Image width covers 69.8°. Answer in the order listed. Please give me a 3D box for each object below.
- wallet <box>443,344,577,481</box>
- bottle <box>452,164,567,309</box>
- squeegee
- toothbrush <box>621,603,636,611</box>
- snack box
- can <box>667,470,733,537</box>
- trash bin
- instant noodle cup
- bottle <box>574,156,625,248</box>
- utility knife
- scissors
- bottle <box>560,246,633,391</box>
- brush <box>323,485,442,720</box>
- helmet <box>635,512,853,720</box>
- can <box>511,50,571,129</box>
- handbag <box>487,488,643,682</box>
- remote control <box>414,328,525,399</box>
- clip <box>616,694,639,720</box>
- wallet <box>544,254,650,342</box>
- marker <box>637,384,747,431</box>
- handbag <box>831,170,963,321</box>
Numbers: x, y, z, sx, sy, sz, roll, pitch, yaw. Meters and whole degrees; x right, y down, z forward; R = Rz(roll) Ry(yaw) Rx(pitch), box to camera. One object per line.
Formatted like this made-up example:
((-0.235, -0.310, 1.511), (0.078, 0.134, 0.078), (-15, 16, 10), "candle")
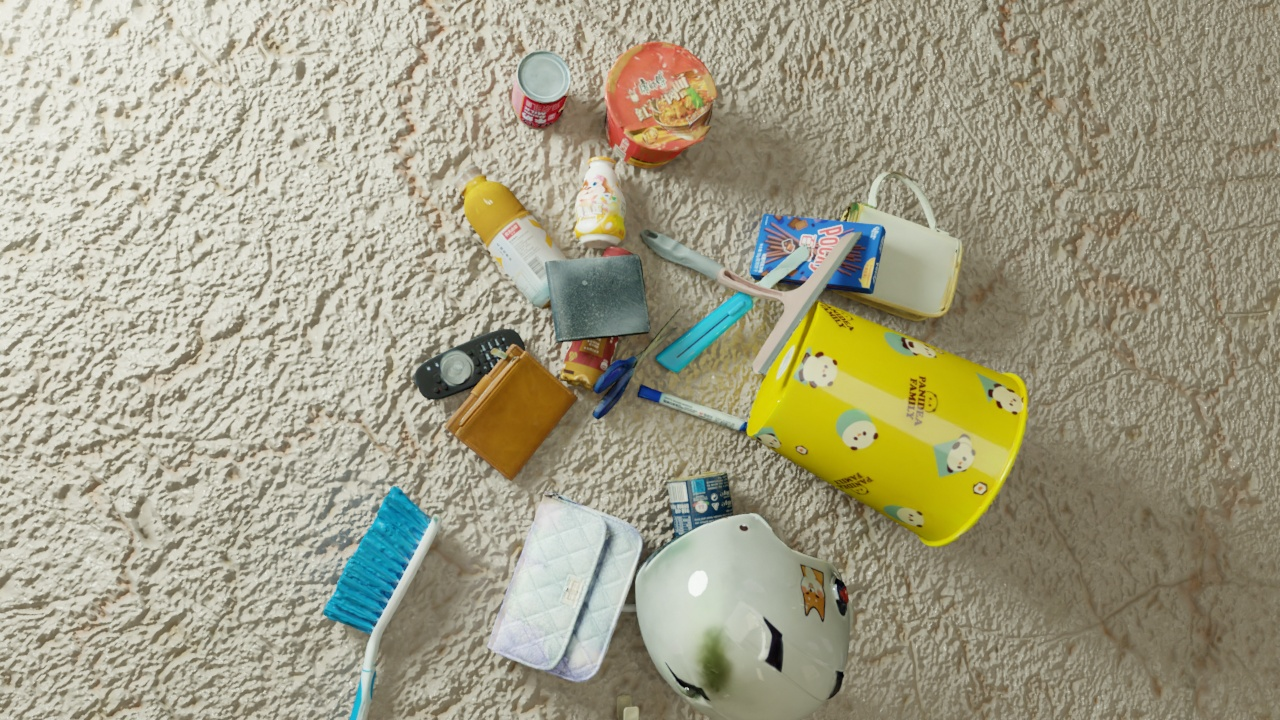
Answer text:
((-0.156, 0.057, 1.088), (0.119, 0.035, 0.130), (43, 77, -18), "wallet")
((-0.155, -0.151, 1.108), (0.068, 0.068, 0.189), (-39, 91, -13), "bottle")
((0.106, -0.109, 1.130), (0.250, 0.040, 0.247), (26, 61, 24), "squeegee")
((0.034, 0.306, 1.114), (0.180, 0.016, 0.016), (7, 87, -11), "toothbrush")
((0.223, -0.136, 1.161), (0.157, 0.026, 0.084), (10, 79, 25), "snack box")
((0.076, 0.192, 1.106), (0.075, 0.075, 0.111), (-7, 84, -12), "can")
((0.281, 0.065, 1.097), (0.255, 0.230, 0.229), (26, 78, -1), "trash bin")
((0.014, -0.309, 1.141), (0.138, 0.109, 0.138), (1, 83, -12), "instant noodle cup")
((-0.049, -0.195, 1.138), (0.063, 0.063, 0.108), (3, 82, -11), "bottle")
((0.119, -0.067, 1.150), (0.238, 0.018, 0.034), (-40, 92, 1), "utility knife")
((-0.009, 0.003, 1.108), (0.012, 0.164, 0.162), (36, 105, 16), "scissors")
((-0.048, -0.052, 1.122), (0.057, 0.057, 0.174), (17, 80, -9), "bottle")
((-0.309, 0.304, 1.030), (0.109, 0.060, 0.314), (29, 81, -10), "brush")
((0.118, 0.313, 1.009), (0.230, 0.156, 0.274), (-35, 111, 21), "helmet")
((-0.123, -0.329, 1.124), (0.066, 0.094, 0.066), (2, 82, -12), "can")
((-0.082, 0.261, 1.062), (0.134, 0.075, 0.193), (18, 78, 4), "handbag")
((-0.204, 0.004, 1.100), (0.136, 0.024, 0.053), (-25, 94, -15), "remote control")
((-0.013, 0.447, 1.073), (0.034, 0.071, 0.100), (1, 86, -11), "clip")
((-0.049, -0.074, 1.083), (0.120, 0.019, 0.097), (-7, 87, -22), "wallet")
((0.066, 0.061, 1.151), (0.145, 0.017, 0.017), (19, 79, -8), "marker")
((0.338, -0.153, 1.205), (0.163, 0.063, 0.178), (18, 85, -7), "handbag")
